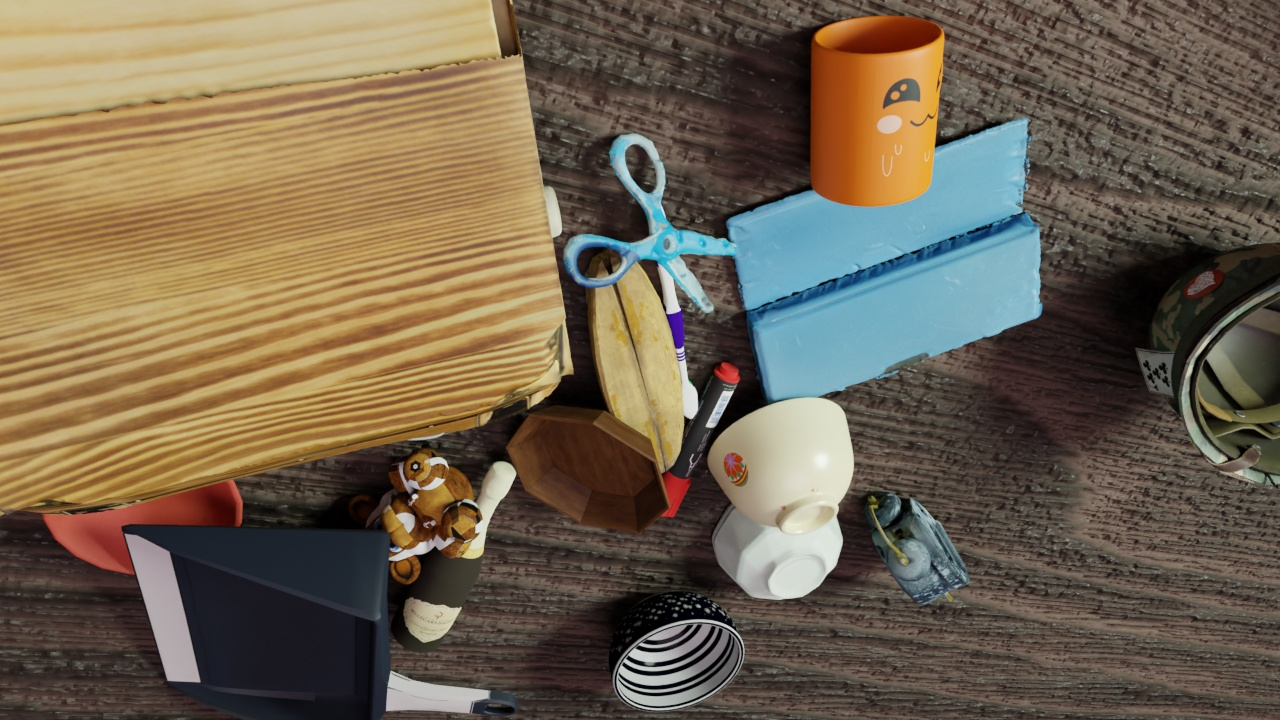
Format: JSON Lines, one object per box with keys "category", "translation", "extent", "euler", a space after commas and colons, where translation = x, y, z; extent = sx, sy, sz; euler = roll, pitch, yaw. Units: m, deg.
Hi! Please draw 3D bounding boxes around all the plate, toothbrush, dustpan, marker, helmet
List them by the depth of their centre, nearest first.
{"category": "toothbrush", "translation": [0.023, -0.033, 0.666], "extent": [0.015, 0.016, 0.187], "euler": [-16, 124, -7]}
{"category": "plate", "translation": [-0.036, 0.078, 0.684], "extent": [0.131, 0.025, 0.131], "euler": [15, 138, 13]}
{"category": "dustpan", "translation": [-0.229, 0.226, 0.685], "extent": [0.273, 0.080, 0.237], "euler": [4, 135, -14]}
{"category": "helmet", "translation": [0.502, 0.007, 0.693], "extent": [0.224, 0.236, 0.193], "euler": [-3, 120, -27]}
{"category": "marker", "translation": [0.044, 0.065, 0.735], "extent": [0.023, 0.021, 0.145], "euler": [22, 117, -3]}

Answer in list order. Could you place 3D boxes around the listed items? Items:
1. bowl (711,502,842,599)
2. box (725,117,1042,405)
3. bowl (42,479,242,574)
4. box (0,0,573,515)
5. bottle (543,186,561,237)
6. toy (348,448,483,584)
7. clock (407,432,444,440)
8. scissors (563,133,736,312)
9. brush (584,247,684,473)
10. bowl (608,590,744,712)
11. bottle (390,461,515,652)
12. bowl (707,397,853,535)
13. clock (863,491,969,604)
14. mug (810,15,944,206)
{"category": "bowl", "translation": [0.127, 0.168, 0.806], "extent": [0.117, 0.061, 0.118], "euler": [-8, 126, -12]}
{"category": "box", "translation": [0.185, -0.067, 0.683], "extent": [0.231, 0.033, 0.175], "euler": [-20, 125, -1]}
{"category": "bowl", "translation": [-0.339, 0.092, 0.633], "extent": [0.122, 0.035, 0.122], "euler": [-8, 125, -11]}
{"category": "box", "translation": [-0.182, -0.060, 0.418], "extent": [0.279, 0.220, 0.259], "euler": [-12, 104, -10]}
{"category": "bottle", "translation": [-0.132, -0.076, 0.564], "extent": [0.167, 0.059, 0.059], "euler": [-12, 126, -8]}
{"category": "toy", "translation": [-0.171, 0.118, 0.681], "extent": [0.113, 0.067, 0.087], "euler": [-36, 89, 11]}
{"category": "clock", "translation": [-0.153, 0.006, 0.623], "extent": [0.091, 0.042, 0.121], "euler": [2, 123, -18]}
{"category": "scissors", "translation": [0.005, -0.073, 0.601], "extent": [0.127, 0.012, 0.137], "euler": [-46, 119, -20]}
{"category": "brush", "translation": [-0.004, 0.004, 0.666], "extent": [0.059, 0.043, 0.196], "euler": [-17, 125, -6]}
{"category": "bowl", "translation": [0.026, 0.251, 0.829], "extent": [0.120, 0.066, 0.120], "euler": [-8, 125, -11]}
{"category": "bottle", "translation": [-0.144, 0.153, 0.725], "extent": [0.045, 0.045, 0.185], "euler": [18, 117, -26]}
{"category": "bowl", "translation": [0.120, 0.094, 0.725], "extent": [0.118, 0.074, 0.118], "euler": [-12, 143, -9]}
{"category": "clock", "translation": [0.244, 0.166, 0.821], "extent": [0.052, 0.090, 0.129], "euler": [-37, 129, 17]}
{"category": "mug", "translation": [0.159, -0.165, 0.587], "extent": [0.112, 0.078, 0.096], "euler": [-34, 133, -32]}
